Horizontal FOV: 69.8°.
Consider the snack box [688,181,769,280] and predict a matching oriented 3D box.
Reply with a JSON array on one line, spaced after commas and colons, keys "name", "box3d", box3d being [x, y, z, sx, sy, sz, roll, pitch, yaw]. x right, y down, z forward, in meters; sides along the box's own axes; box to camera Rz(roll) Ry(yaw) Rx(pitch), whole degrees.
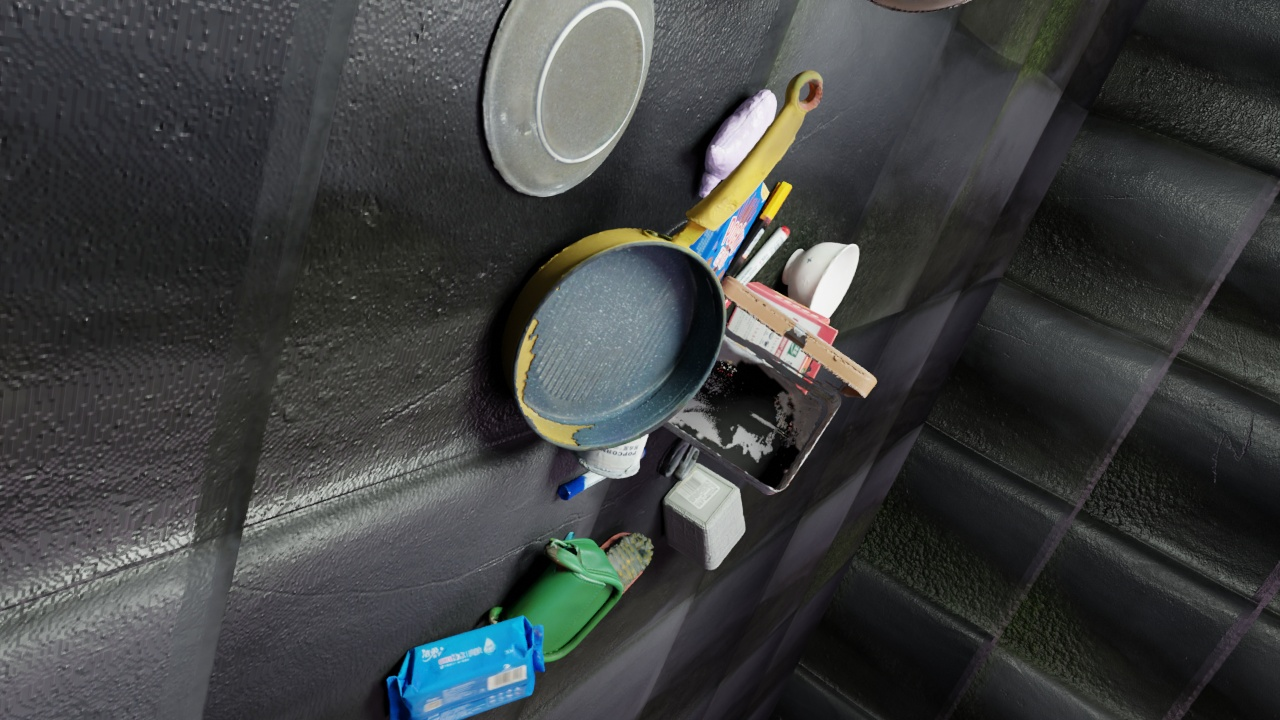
[{"name": "snack box", "box3d": [0.076, -0.118, 0.925, 0.157, 0.026, 0.084, -61, 164, 4]}]

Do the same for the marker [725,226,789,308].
[{"name": "marker", "box3d": [0.127, -0.105, 1.061, 0.145, 0.017, 0.017, -49, 154, -22]}]

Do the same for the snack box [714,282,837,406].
[{"name": "snack box", "box3d": [0.163, -0.016, 1.096, 0.044, 0.127, 0.113, -4, 123, -61]}]

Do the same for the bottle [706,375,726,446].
[{"name": "bottle", "box3d": [0.131, 0.036, 1.164, 0.174, 0.057, 0.057, -53, 155, -23]}]

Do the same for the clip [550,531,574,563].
[{"name": "clip", "box3d": [-0.085, 0.220, 1.027, 0.057, 0.049, 0.015, -54, 157, 2]}]

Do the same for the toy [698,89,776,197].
[{"name": "toy", "box3d": [0.091, -0.206, 0.852, 0.107, 0.039, 0.084, -54, 173, -19]}]

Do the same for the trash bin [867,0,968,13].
[{"name": "trash bin", "box3d": [0.146, -0.351, 0.610, 0.191, 0.227, 0.228, -18, 135, -38]}]

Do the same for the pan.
[{"name": "pan", "box3d": [0.026, -0.073, 0.729, 0.197, 0.078, 0.358, 15, 112, -40]}]

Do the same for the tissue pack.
[{"name": "tissue pack", "box3d": [-0.168, 0.301, 0.884, 0.157, 0.052, 0.095, -13, 138, -19]}]

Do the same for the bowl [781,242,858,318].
[{"name": "bowl", "box3d": [0.222, -0.107, 1.178, 0.118, 0.065, 0.118, -42, 150, -32]}]

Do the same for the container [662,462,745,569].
[{"name": "container", "box3d": [0.086, 0.211, 1.258, 0.090, 0.090, 0.114, -47, 150, -25]}]

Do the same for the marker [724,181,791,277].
[{"name": "marker", "box3d": [0.130, -0.145, 1.024, 0.124, 0.015, 0.018, -58, 154, 4]}]

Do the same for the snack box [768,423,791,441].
[{"name": "snack box", "box3d": [0.163, 0.084, 1.284, 0.207, 0.057, 0.058, 3, 111, -65]}]

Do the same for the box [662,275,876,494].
[{"name": "box", "box3d": [0.119, 0.032, 0.945, 0.157, 0.183, 0.193, -56, 174, -6]}]

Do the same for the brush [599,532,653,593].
[{"name": "brush", "box3d": [-0.044, 0.261, 1.111, 0.145, 0.063, 0.069, -37, 178, -42]}]

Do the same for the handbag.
[{"name": "handbag", "box3d": [-0.092, 0.251, 0.978, 0.131, 0.068, 0.120, -46, 141, 5]}]

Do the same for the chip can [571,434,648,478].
[{"name": "chip can", "box3d": [-0.005, 0.005, 0.869, 0.071, 0.071, 0.215, -22, 137, -53]}]

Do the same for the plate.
[{"name": "plate", "box3d": [-0.039, -0.194, 0.634, 0.179, 0.024, 0.180, -43, 152, -31]}]

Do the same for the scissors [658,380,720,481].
[{"name": "scissors", "box3d": [0.075, 0.086, 1.189, 0.159, 0.014, 0.171, -40, 148, -40]}]

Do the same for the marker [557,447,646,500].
[{"name": "marker", "box3d": [-0.039, 0.120, 1.003, 0.145, 0.017, 0.017, -22, 137, -53]}]
